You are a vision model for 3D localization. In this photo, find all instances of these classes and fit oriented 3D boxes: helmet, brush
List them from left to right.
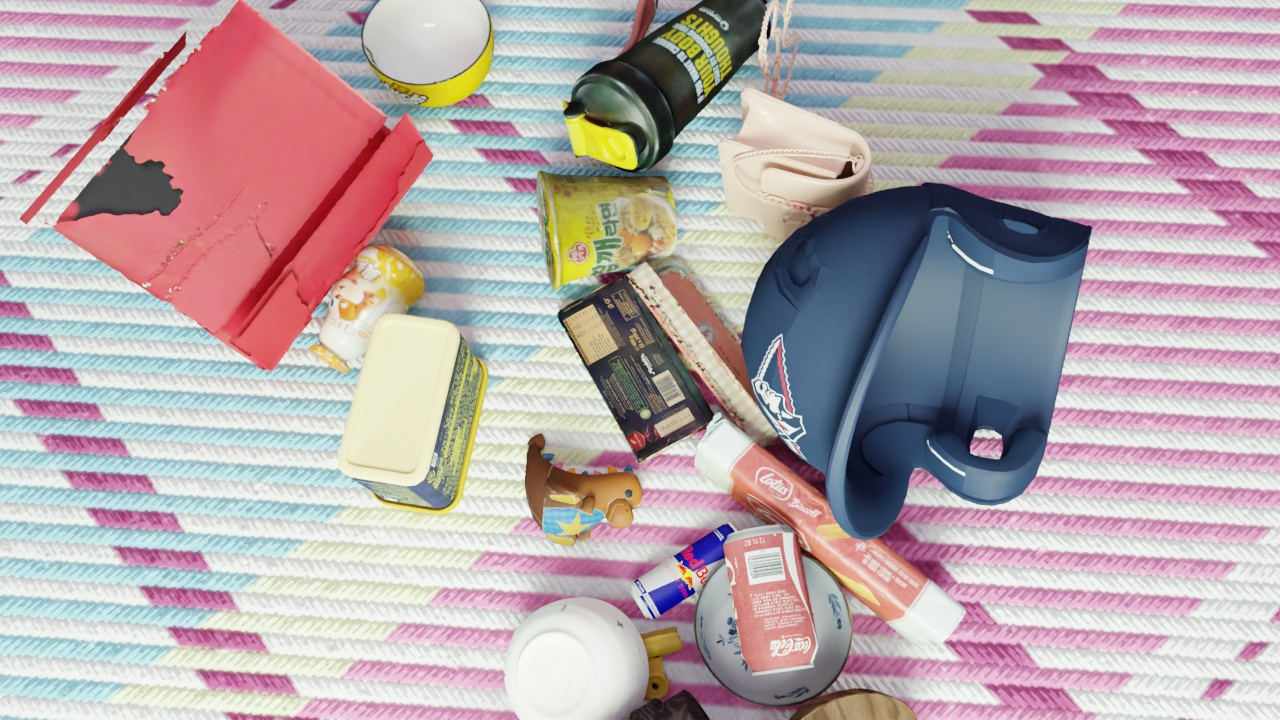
[{"bbox_3d":[-0.017,-0.285,0.861,0.030,0.041,0.172,7,70,22],"label":"brush"},{"bbox_3d":[0.177,-0.003,0.653,0.223,0.233,0.271,12,42,25],"label":"helmet"}]

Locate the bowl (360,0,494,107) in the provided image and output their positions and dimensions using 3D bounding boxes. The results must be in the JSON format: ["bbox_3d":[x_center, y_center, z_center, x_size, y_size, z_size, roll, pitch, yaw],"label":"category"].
[{"bbox_3d":[-0.190,-0.283,0.847,0.117,0.068,0.117,0,71,1],"label":"bowl"}]

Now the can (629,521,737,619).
[{"bbox_3d":[0.038,0.162,0.708,0.095,0.032,0.032,-31,73,-9],"label":"can"}]

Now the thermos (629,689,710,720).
[{"bbox_3d":[-0.028,0.342,0.585,0.226,0.173,0.172,-31,73,-2],"label":"thermos"}]

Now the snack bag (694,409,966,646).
[{"bbox_3d":[0.135,0.128,0.692,0.225,0.077,0.041,37,77,13],"label":"snack bag"}]

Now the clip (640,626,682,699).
[{"bbox_3d":[0.008,0.227,0.689,0.054,0.045,0.048,-11,46,-4],"label":"clip"}]

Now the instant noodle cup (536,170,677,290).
[{"bbox_3d":[-0.029,-0.115,0.778,0.108,0.102,0.102,-9,71,-10],"label":"instant noodle cup"}]

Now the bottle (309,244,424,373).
[{"bbox_3d":[-0.230,-0.043,0.769,0.063,0.063,0.109,28,75,10],"label":"bottle"}]

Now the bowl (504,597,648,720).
[{"bbox_3d":[-0.052,0.225,0.662,0.105,0.054,0.104,-4,79,21],"label":"bowl"}]

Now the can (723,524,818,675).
[{"bbox_3d":[0.091,0.168,0.644,0.054,0.054,0.096,-8,71,-1],"label":"can"}]

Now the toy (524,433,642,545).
[{"bbox_3d":[-0.048,0.094,0.734,0.090,0.071,0.103,-8,48,-14],"label":"toy"}]

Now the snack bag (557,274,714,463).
[{"bbox_3d":[-0.005,0.005,0.770,0.074,0.018,0.155,-27,72,-9],"label":"snack bag"}]

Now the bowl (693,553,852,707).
[{"bbox_3d":[0.097,0.199,0.687,0.114,0.045,0.114,-1,71,1],"label":"bowl"}]

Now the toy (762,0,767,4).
[{"bbox_3d":[0.082,-0.370,0.878,0.076,0.063,0.100,6,40,-41],"label":"toy"}]

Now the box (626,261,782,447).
[{"bbox_3d":[0.060,-0.009,0.755,0.078,0.054,0.187,-23,70,-42],"label":"box"}]

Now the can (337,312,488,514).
[{"bbox_3d":[-0.175,0.042,0.716,0.075,0.104,0.135,8,72,4],"label":"can"}]

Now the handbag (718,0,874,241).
[{"bbox_3d":[0.147,-0.200,0.738,0.117,0.199,0.187,21,83,12],"label":"handbag"}]

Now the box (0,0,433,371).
[{"bbox_3d":[-0.249,-0.122,0.620,0.107,0.410,0.211,32,75,2],"label":"box"}]

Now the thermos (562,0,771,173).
[{"bbox_3d":[0.025,-0.247,0.799,0.098,0.098,0.220,35,61,12],"label":"thermos"}]

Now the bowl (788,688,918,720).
[{"bbox_3d":[0.137,0.274,0.647,0.119,0.032,0.119,-5,111,-14],"label":"bowl"}]
